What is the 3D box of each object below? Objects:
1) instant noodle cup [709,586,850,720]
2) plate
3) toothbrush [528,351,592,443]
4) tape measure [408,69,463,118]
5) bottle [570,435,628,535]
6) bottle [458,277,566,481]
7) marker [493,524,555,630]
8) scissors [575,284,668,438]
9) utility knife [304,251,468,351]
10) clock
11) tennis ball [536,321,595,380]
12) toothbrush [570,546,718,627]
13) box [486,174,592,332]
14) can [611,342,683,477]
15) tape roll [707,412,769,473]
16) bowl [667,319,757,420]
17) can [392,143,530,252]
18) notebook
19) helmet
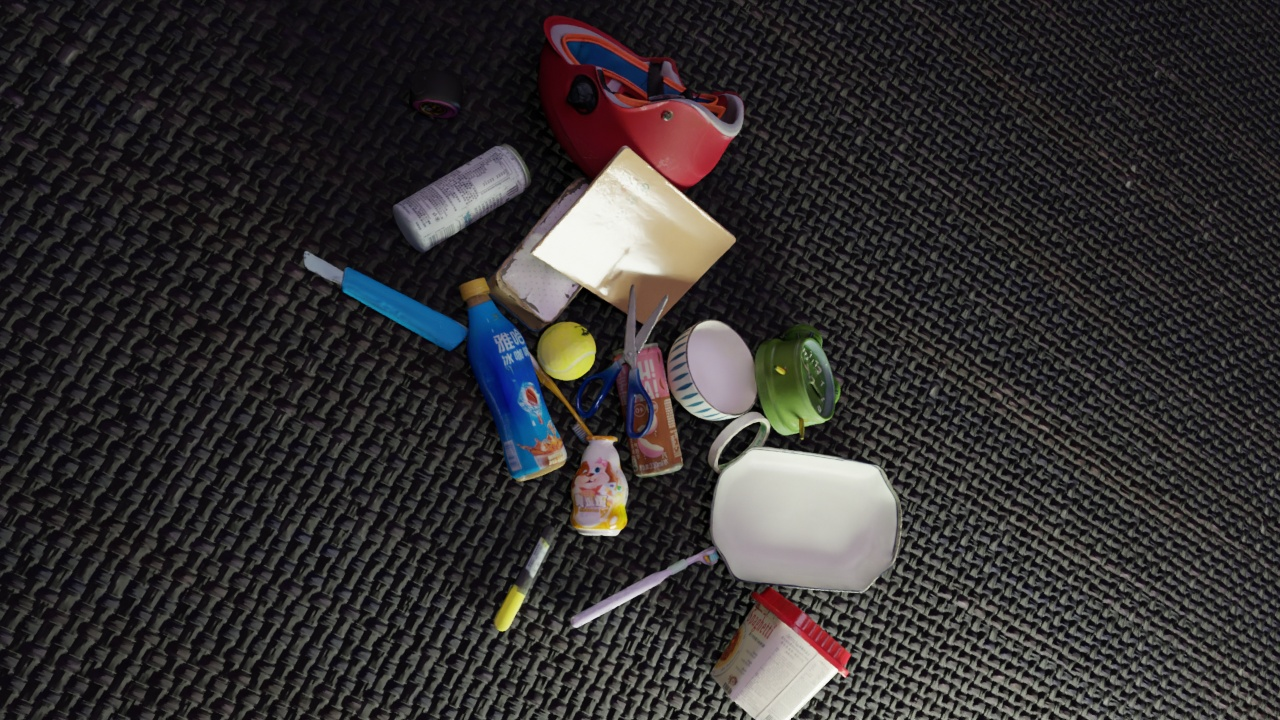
[{"bbox_3d":[0.154,0.343,1.046,0.116,0.116,0.124,43,82,-12],"label":"instant noodle cup"},{"bbox_3d":[0.198,0.193,1.112,0.265,0.034,0.162,9,84,-21],"label":"plate"},{"bbox_3d":[-0.113,0.019,1.026,0.018,0.016,0.191,-39,99,-12],"label":"toothbrush"},{"bbox_3d":[-0.222,-0.291,0.997,0.058,0.057,0.039,8,80,-12],"label":"tape measure"},{"bbox_3d":[-0.045,0.138,1.013,0.063,0.063,0.108,4,82,-21],"label":"bottle"},{"bbox_3d":[-0.144,0.018,0.985,0.065,0.065,0.218,-21,92,-22],"label":"bottle"},{"bbox_3d":[-0.125,0.235,0.997,0.018,0.015,0.124,33,70,-16],"label":"marker"},{"bbox_3d":[-0.019,0.006,1.016,0.012,0.161,0.163,-4,75,-64],"label":"scissors"},{"bbox_3d":[-0.270,-0.064,0.972,0.187,0.018,0.034,30,63,-15],"label":"utility knife"},{"bbox_3d":[0.193,0.021,1.104,0.160,0.056,0.116,-41,113,-56],"label":"clock"},{"bbox_3d":[-0.082,-0.010,1.013,0.065,0.066,0.065,3,83,-21],"label":"tennis ball"},{"bbox_3d":[0.006,0.258,1.043,0.189,0.029,0.021,-22,52,-21],"label":"toothbrush"},{"bbox_3d":[-0.094,-0.115,1.026,0.090,0.061,0.184,43,73,-11],"label":"box"},{"bbox_3d":[0.007,0.057,1.045,0.057,0.058,0.147,-10,87,-22],"label":"can"},{"bbox_3d":[0.116,0.097,1.075,0.085,0.086,0.014,-29,54,-22],"label":"tape roll"},{"bbox_3d":[0.074,0.017,1.063,0.116,0.066,0.116,19,59,-36],"label":"bowl"},{"bbox_3d":[-0.193,-0.177,0.994,0.146,0.058,0.058,-37,97,-21],"label":"can"},{"bbox_3d":[-0.002,-0.125,0.996,0.148,0.008,0.207,-46,138,14],"label":"notebook"},{"bbox_3d":[-0.019,-0.266,1.018,0.240,0.144,0.206,31,29,10],"label":"helmet"}]
